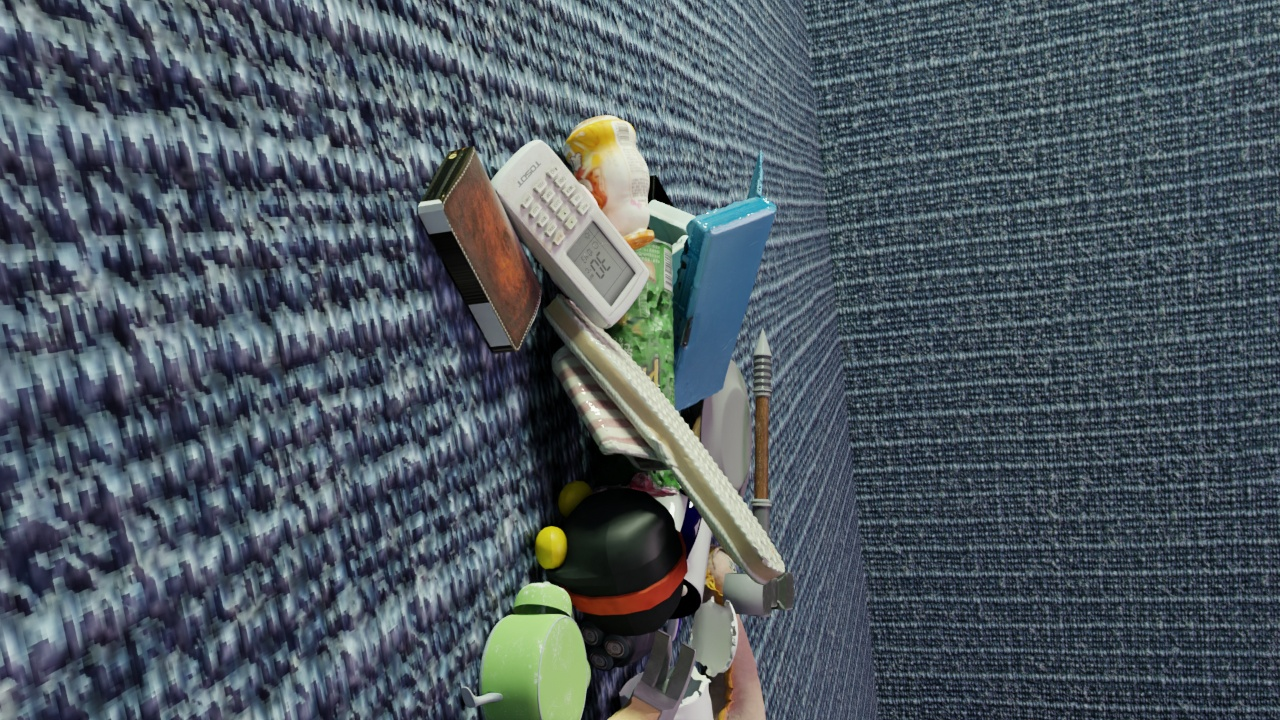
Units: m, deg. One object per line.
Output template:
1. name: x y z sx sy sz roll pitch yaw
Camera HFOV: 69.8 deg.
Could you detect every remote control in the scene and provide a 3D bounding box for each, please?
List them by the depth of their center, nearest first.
1. remote control: -0.050 -0.089 0.657 0.138 0.025 0.060 50 58 -24
2. remote control: 0.034 -0.155 1.042 0.150 0.013 0.034 50 39 -60

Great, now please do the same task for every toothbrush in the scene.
1. toothbrush: 0.043 0.196 0.890 0.016 0.015 0.187 -31 134 -61

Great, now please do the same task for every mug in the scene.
1. mug: 0.027 0.155 0.798 0.096 0.078 0.112 -76 -169 -45

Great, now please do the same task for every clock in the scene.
1. clock: -0.065 0.202 0.597 0.119 0.043 0.094 -61 143 -60

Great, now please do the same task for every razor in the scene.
1. razor: -0.010 0.229 0.763 0.052 0.047 0.143 -67 160 -6

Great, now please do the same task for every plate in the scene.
1. plate: 0.103 0.086 1.025 0.178 0.012 0.178 -1 90 -66

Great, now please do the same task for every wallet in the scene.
1. wallet: -0.100 -0.070 0.600 0.072 0.019 0.123 -77 155 -43

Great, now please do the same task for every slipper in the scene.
1. slipper: 0.007 0.061 0.676 0.263 0.052 0.115 51 8 16

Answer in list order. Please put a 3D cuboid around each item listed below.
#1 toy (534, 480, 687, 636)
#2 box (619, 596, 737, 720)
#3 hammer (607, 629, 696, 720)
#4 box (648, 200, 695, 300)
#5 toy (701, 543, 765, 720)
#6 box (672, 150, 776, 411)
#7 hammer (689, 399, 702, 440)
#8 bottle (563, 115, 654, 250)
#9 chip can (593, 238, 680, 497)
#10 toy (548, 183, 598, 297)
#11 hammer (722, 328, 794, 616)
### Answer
1. toy: -0.012 0.155 0.677 0.097 0.100 0.119 -63 142 -60
2. box: 0.038 0.293 0.790 0.085 0.118 0.160 -164 -118 -69
3. hammer: -0.026 0.243 0.576 0.131 0.039 0.328 -64 162 -5
4. box: 0.047 -0.073 1.010 0.096 0.086 0.199 -56 148 -14
5. toy: 0.094 0.342 1.010 0.195 0.065 0.264 -41 123 -74
6. box: 0.082 -0.066 0.893 0.172 0.066 0.232 -50 159 -43
7. hammer: 0.048 0.123 0.967 0.327 0.052 0.098 -64 145 -52
8. bottle: -0.022 -0.145 0.761 0.108 0.063 0.063 71 17 7
9. chip can: -0.005 0.004 0.787 0.075 0.075 0.223 35 51 -67
10. toy: -0.046 -0.080 0.717 0.102 0.050 0.093 66 27 -23
11. hammer: 0.137 0.123 1.040 0.156 0.043 0.322 25 65 -64
